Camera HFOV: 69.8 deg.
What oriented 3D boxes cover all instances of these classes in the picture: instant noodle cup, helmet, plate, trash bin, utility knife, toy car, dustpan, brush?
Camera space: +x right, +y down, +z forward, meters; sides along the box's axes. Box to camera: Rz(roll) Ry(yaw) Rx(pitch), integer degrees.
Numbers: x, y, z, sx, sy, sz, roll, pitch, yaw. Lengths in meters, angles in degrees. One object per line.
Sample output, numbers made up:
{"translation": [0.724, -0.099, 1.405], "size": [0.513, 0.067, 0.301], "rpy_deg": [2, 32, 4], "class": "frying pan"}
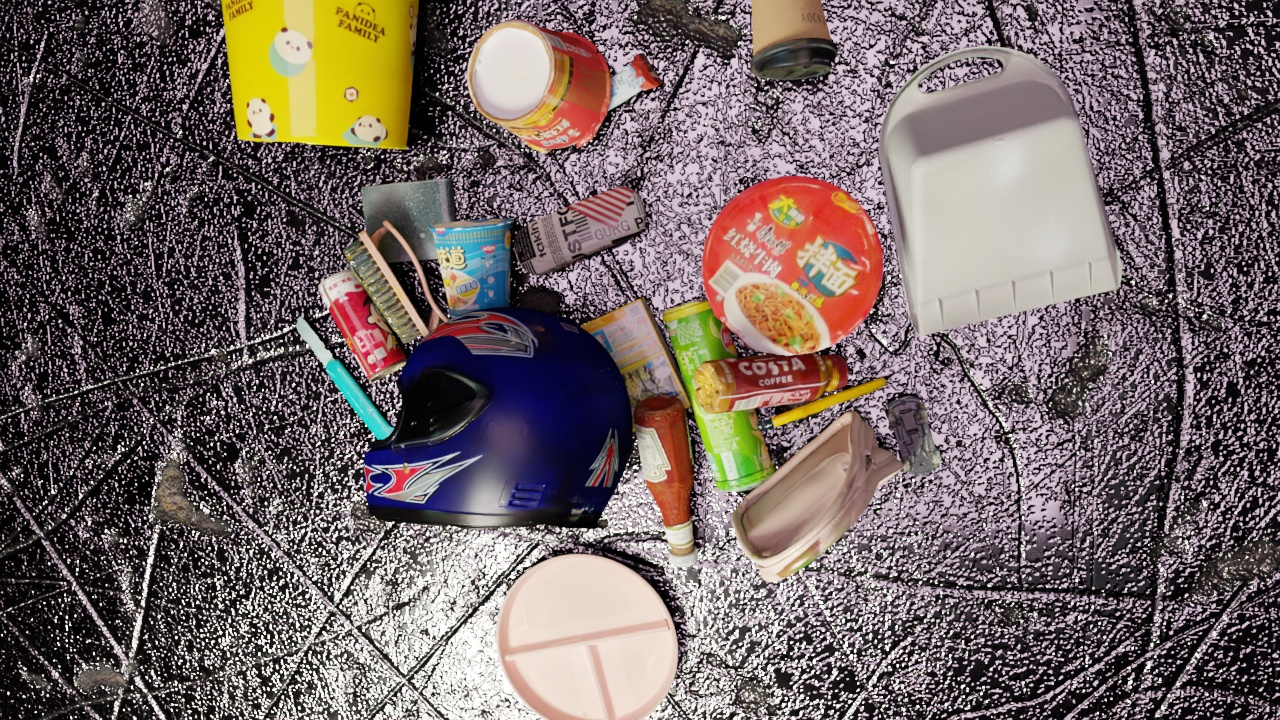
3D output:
{"translation": [-0.193, -0.107, 1.075], "size": [0.099, 0.099, 0.110], "rpy_deg": [-1, 105, 11], "class": "instant noodle cup"}
{"translation": [-0.161, 0.063, 1.017], "size": [0.316, 0.247, 0.240], "rpy_deg": [-4, 80, 32], "class": "helmet"}
{"translation": [0.165, -0.101, 1.008], "size": [0.194, 0.066, 0.194], "rpy_deg": [0, 89, 8], "class": "instant noodle cup"}
{"translation": [-0.065, 0.346, 1.130], "size": [0.230, 0.028, 0.229], "rpy_deg": [1, 97, 12], "class": "plate"}
{"translation": [-0.350, -0.369, 1.014], "size": [0.230, 0.229, 0.255], "rpy_deg": [5, 103, 10], "class": "trash bin"}
{"translation": [0.210, 0.048, 1.025], "size": [0.171, 0.033, 0.015], "rpy_deg": [-20, 86, -3], "class": "utility knife"}
{"translation": [-0.117, -0.307, 1.011], "size": [0.138, 0.108, 0.138], "rpy_deg": [1, 93, 25], "class": "instant noodle cup"}
{"translation": [0.304, 0.084, 1.025], "size": [0.043, 0.034, 0.090], "rpy_deg": [-18, 95, 10], "class": "toy car"}
{"translation": [0.375, -0.193, 0.993], "size": [0.223, 0.142, 0.258], "rpy_deg": [-14, 123, 12], "class": "dustpan"}
{"translation": [-0.292, -0.091, 1.103], "size": [0.073, 0.063, 0.145], "rpy_deg": [-33, 101, -11], "class": "brush"}
{"translation": [-0.366, 0.033, 1.160], "size": [0.029, 0.013, 0.218], "rpy_deg": [-37, 91, 14], "class": "utility knife"}

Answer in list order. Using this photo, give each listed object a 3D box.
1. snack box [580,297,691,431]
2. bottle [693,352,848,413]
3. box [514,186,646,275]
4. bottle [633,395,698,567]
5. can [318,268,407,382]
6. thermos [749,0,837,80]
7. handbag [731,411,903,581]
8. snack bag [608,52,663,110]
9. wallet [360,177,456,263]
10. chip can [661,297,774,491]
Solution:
{"translation": [-0.006, 0.006, 1.078], "size": [0.087, 0.033, 0.140], "rpy_deg": [-25, 90, 13], "class": "snack box"}
{"translation": [0.146, 0.021, 0.997], "size": [0.174, 0.057, 0.057], "rpy_deg": [-6, 96, -26], "class": "bottle"}
{"translation": [-0.071, -0.150, 1.065], "size": [0.164, 0.051, 0.068], "rpy_deg": [-24, 72, 13], "class": "box"}
{"translation": [0.036, 0.143, 1.059], "size": [0.060, 0.059, 0.206], "rpy_deg": [-6, 109, 11], "class": "bottle"}
{"translation": [-0.341, -0.043, 1.126], "size": [0.053, 0.053, 0.132], "rpy_deg": [-29, 90, 12], "class": "can"}
{"translation": [0.157, -0.369, 0.979], "size": [0.093, 0.093, 0.143], "rpy_deg": [-7, 88, 12], "class": "thermos"}
{"translation": [0.181, 0.156, 0.954], "size": [0.193, 0.234, 0.093], "rpy_deg": [-44, 85, 12], "class": "handbag"}
{"translation": [-0.029, -0.308, 1.049], "size": [0.104, 0.026, 0.048], "rpy_deg": [-32, 80, 14], "class": "snack bag"}
{"translation": [-0.281, -0.169, 1.119], "size": [0.121, 0.019, 0.097], "rpy_deg": [-3, 97, 13], "class": "wallet"}
{"translation": [0.090, 0.039, 1.042], "size": [0.073, 0.072, 0.221], "rpy_deg": [-17, 93, 12], "class": "chip can"}
